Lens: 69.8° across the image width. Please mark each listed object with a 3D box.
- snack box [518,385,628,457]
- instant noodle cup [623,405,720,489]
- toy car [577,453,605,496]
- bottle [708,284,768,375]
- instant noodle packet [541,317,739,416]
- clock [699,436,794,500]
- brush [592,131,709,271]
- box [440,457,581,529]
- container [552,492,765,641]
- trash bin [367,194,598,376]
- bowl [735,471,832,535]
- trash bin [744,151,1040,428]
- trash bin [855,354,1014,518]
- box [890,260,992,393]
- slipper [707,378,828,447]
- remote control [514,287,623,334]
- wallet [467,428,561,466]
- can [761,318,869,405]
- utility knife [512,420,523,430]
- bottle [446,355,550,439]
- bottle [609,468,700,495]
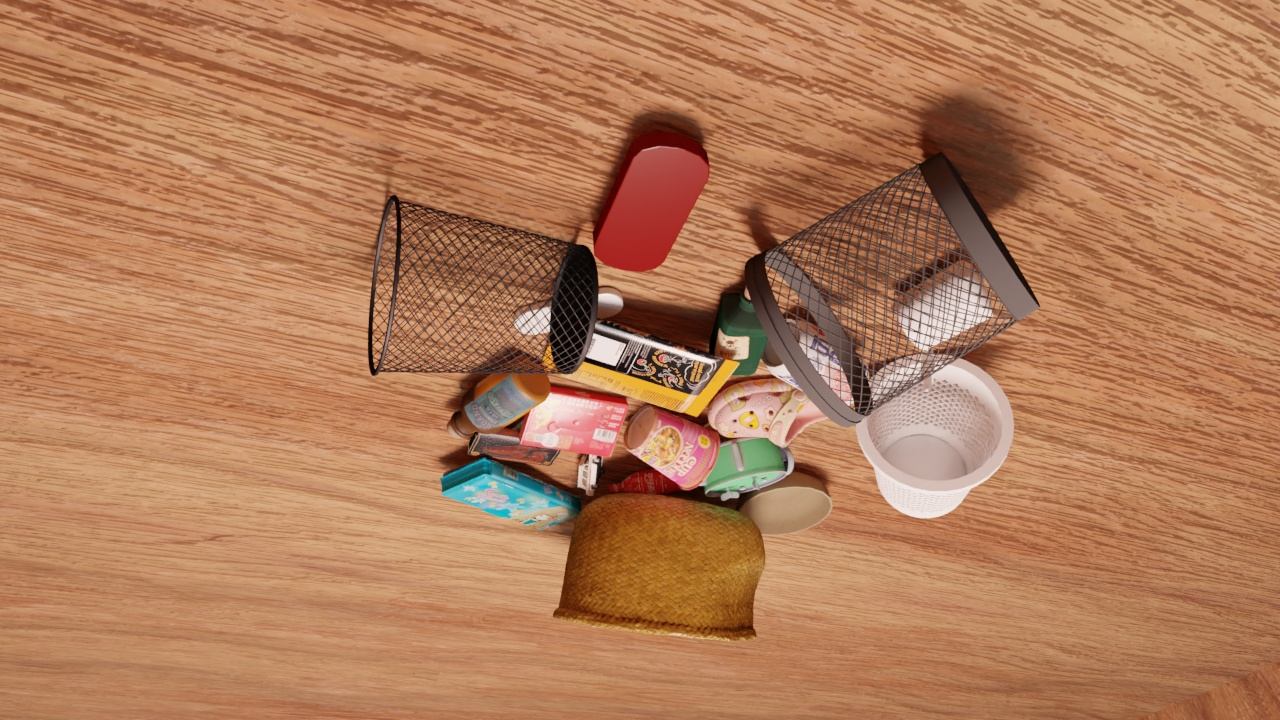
[{"bbox_3d":[-0.092,0.083,1.255,0.133,0.021,0.089,11,116,-19],"label":"snack box"},{"bbox_3d":[0.040,0.116,1.285,0.108,0.097,0.098,29,130,-27],"label":"instant noodle cup"},{"bbox_3d":[-0.074,0.155,1.361,0.039,0.039,0.113,16,141,8],"label":"toy car"},{"bbox_3d":[0.124,-0.044,1.114,0.061,0.061,0.131,3,140,-7],"label":"bottle"},{"bbox_3d":[-0.007,0.007,1.148,0.220,0.032,0.160,17,149,-8],"label":"instant noodle packet"},{"bbox_3d":[0.160,0.160,1.347,0.122,0.075,0.161,-28,156,36],"label":"clock"},{"bbox_3d":[0.008,-0.168,0.962,0.082,0.041,0.174,10,139,-18],"label":"brush"},{"bbox_3d":[-0.190,0.202,1.384,0.094,0.041,0.226,-24,146,27],"label":"box"},{"bbox_3d":[0.033,0.315,1.392,0.307,0.196,0.307,6,163,2],"label":"container"},{"bbox_3d":[-0.167,-0.065,0.973,0.210,0.183,0.185,6,140,-23],"label":"trash bin"},{"bbox_3d":[0.225,0.219,1.460,0.152,0.050,0.153,-3,141,-3],"label":"bowl"},{"bbox_3d":[0.267,-0.077,0.976,0.228,0.217,0.217,-33,134,24],"label":"trash bin"},{"bbox_3d":[0.397,0.123,1.271,0.195,0.195,0.200,-11,150,7],"label":"trash bin"},{"bbox_3d":[0.372,-0.038,1.123,0.140,0.083,0.141,-30,123,29],"label":"box"},{"bbox_3d":[0.192,0.075,1.255,0.197,0.081,0.093,-9,140,2],"label":"slipper"},{"bbox_3d":[-0.087,-0.059,1.110,0.136,0.013,0.043,-13,141,10],"label":"remote control"},{"bbox_3d":[-0.176,0.119,1.292,0.123,0.019,0.072,11,148,-18],"label":"wallet"},{"bbox_3d":[0.223,0.004,1.171,0.136,0.078,0.078,27,131,-33],"label":"can"},{"bbox_3d":[-0.180,0.105,1.304,0.022,0.015,0.126,24,136,-32],"label":"utility knife"},{"bbox_3d":[-0.193,0.057,1.199,0.157,0.067,0.067,-33,134,30],"label":"bottle"},{"bbox_3d":[0.023,0.186,1.402,0.141,0.041,0.042,-10,141,6],"label":"bottle"}]
